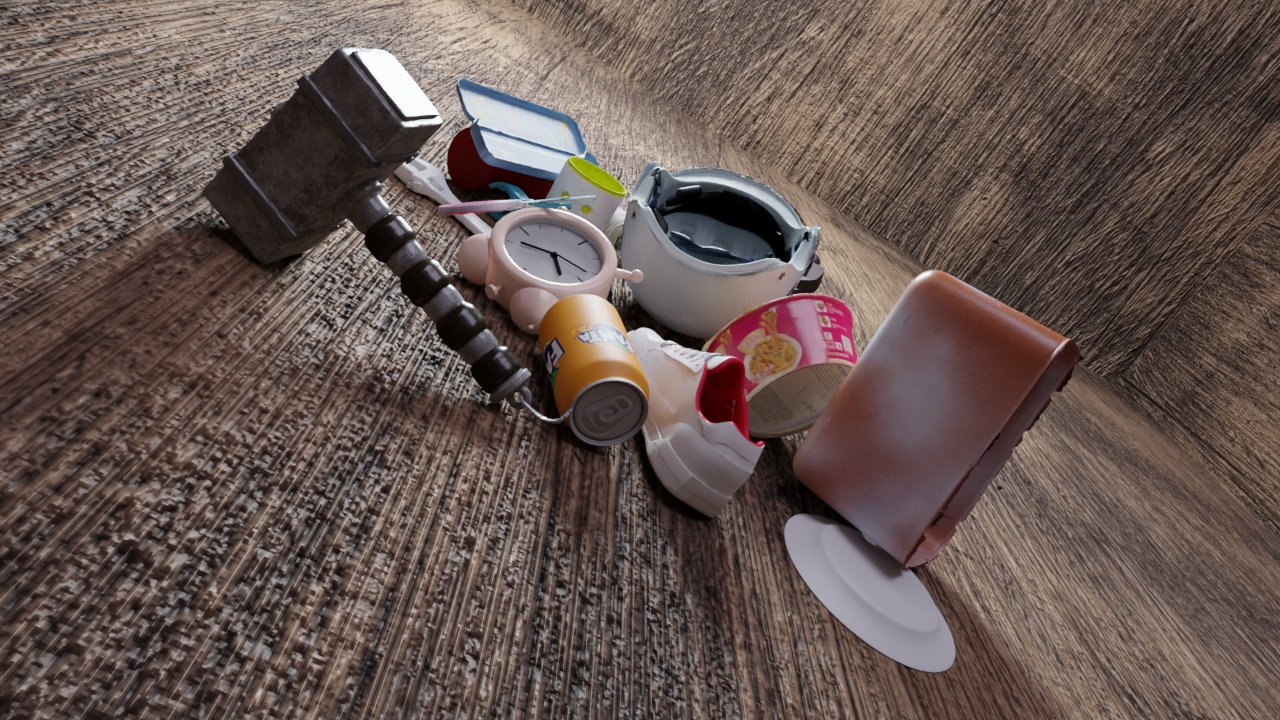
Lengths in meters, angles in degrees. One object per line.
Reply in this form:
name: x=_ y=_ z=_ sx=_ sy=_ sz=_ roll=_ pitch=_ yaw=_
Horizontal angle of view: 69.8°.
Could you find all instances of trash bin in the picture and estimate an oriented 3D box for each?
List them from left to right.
trash bin: x=0.292 y=0.054 z=0.918 sx=0.157 sy=0.260 sz=0.181 roll=38 pitch=13 yaw=27

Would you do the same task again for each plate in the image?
plate: x=0.216 y=0.203 z=0.845 sx=0.188 sy=0.016 sz=0.188 roll=29 pitch=21 yaw=-13

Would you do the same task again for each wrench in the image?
wrench: x=-0.179 y=-0.147 z=1.029 sx=0.273 sy=0.018 sz=0.066 roll=41 pitch=22 yaw=16

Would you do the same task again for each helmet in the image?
helmet: x=0.087 y=-0.127 z=1.142 sx=0.236 sy=0.164 sz=0.263 roll=22 pitch=36 yaw=3

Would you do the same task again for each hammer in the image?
hammer: x=-0.177 y=-0.068 z=0.729 sx=0.326 sy=0.177 sz=0.079 roll=52 pitch=20 yaw=-6
hammer: x=0.099 y=-0.160 z=1.295 sx=0.323 sy=0.033 sz=0.115 roll=20 pitch=35 yaw=14

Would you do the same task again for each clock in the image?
clock: x=-0.096 y=-0.088 z=0.939 sx=0.131 sy=0.086 sz=0.160 roll=42 pitch=40 yaw=19

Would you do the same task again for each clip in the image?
clip: x=-0.144 y=-0.166 z=1.092 sx=0.120 sy=0.104 sz=0.027 roll=38 pitch=17 yaw=29

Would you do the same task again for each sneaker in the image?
sneaker: x=0.049 y=0.027 z=0.843 sx=0.090 sy=0.104 sz=0.236 roll=34 pitch=19 yaw=-31

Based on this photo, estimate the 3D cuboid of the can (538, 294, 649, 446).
can: x=-0.042 y=0.006 z=0.808 sx=0.079 sy=0.079 sz=0.142 roll=23 pitch=24 yaw=-27

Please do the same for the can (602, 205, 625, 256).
can: x=-0.054 y=-0.203 z=1.281 sx=0.054 sy=0.054 sz=0.135 roll=14 pitch=28 yaw=-42

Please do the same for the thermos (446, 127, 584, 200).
thermos: x=-0.163 y=-0.251 z=1.202 sx=0.108 sy=0.084 sz=0.198 roll=8 pitch=7 yaw=34

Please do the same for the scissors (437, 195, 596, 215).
scissors: x=-0.134 y=-0.171 z=1.003 sx=0.170 sy=0.014 sz=0.173 roll=-8 pitch=9 yaw=-9

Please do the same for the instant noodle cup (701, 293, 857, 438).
instant noodle cup: x=0.158 y=0.015 z=0.979 sx=0.178 sy=0.179 sz=0.077 roll=15 pitch=44 yaw=-41

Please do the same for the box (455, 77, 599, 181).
box: x=-0.135 y=-0.279 z=1.152 sx=0.208 sy=0.021 sz=0.125 roll=3 pitch=54 yaw=-50

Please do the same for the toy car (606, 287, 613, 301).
toy car: x=-0.070 y=-0.099 z=1.067 sx=0.107 sy=0.028 sz=0.060 roll=8 pitch=33 yaw=-48

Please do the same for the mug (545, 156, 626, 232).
mug: x=-0.078 y=-0.184 z=1.130 sx=0.082 sy=0.106 sz=0.082 roll=29 pitch=22 yaw=-13
